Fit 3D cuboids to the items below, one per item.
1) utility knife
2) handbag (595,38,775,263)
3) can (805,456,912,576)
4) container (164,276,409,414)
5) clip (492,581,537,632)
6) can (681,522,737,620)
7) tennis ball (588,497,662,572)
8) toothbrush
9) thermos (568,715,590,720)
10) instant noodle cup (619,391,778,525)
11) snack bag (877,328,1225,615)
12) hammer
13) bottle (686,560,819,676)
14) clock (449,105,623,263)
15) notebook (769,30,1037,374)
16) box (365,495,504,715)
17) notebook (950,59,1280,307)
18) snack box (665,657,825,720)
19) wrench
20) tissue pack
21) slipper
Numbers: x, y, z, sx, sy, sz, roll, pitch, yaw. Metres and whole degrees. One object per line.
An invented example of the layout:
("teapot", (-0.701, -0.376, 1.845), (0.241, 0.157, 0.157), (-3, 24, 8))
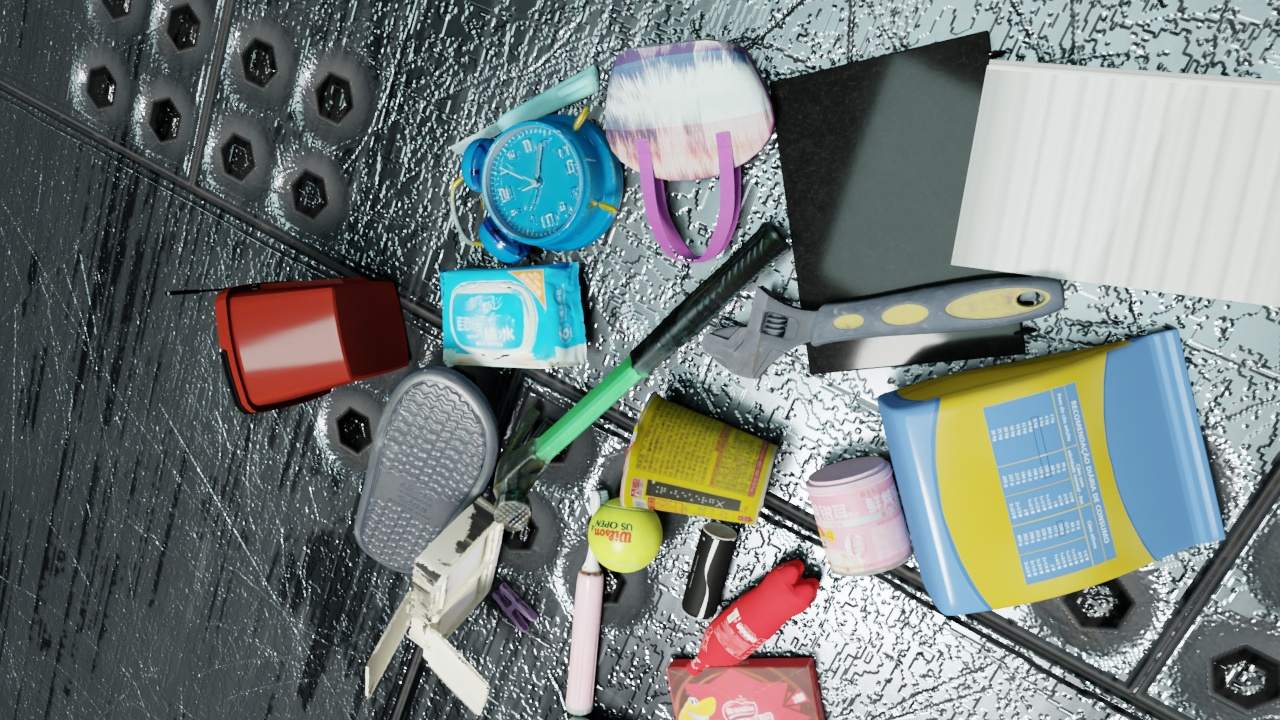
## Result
("utility knife", (-0.104, -0.215, 0.803), (0.159, 0.015, 0.022), (-20, 90, 23))
("handbag", (0.038, -0.163, 0.732), (0.145, 0.067, 0.170), (1, 106, 23))
("can", (0.170, 0.121, 0.717), (0.067, 0.067, 0.076), (-15, 94, 25))
("container", (-0.341, -0.019, 0.869), (0.201, 0.148, 0.127), (-8, 95, 15))
("clip", (-0.122, 0.240, 0.895), (0.052, 0.013, 0.036), (48, 112, 12))
("can", (0.059, 0.183, 0.795), (0.031, 0.031, 0.080), (19, 106, 19))
("tennis ball", (-0.013, 0.152, 0.803), (0.065, 0.065, 0.065), (4, 101, 23))
("toothbrush", (-0.048, 0.225, 0.852), (0.027, 0.026, 0.223), (21, 109, 48))
("thermos", (0.019, 0.392, 0.832), (0.207, 0.065, 0.078), (16, 112, 20))
("instant noodle cup", (0.051, 0.088, 0.755), (0.112, 0.100, 0.100), (14, 105, 10))
("snack bag", (0.290, 0.076, 0.649), (0.205, 0.102, 0.159), (-14, 93, 8))
("hammer", (-0.005, 0.004, 0.760), (0.319, 0.130, 0.032), (-42, 110, 14))
("bottle", (0.091, 0.224, 0.780), (0.042, 0.041, 0.142), (48, 110, 9))
("clock", (-0.093, -0.145, 0.787), (0.162, 0.060, 0.117), (-17, 93, 26))
("notebook", (0.196, -0.111, 0.692), (0.169, 0.019, 0.231), (-6, 97, 25))
("box", (-0.161, 0.232, 0.809), (0.101, 0.186, 0.145), (21, 137, 4))
("notebook", (0.332, -0.122, 0.621), (0.210, 0.009, 0.143), (10, 102, 15))
("snack box", (0.094, 0.308, 0.808), (0.133, 0.021, 0.089), (-10, 95, 25))
("wrench", (0.171, -0.031, 0.695), (0.274, 0.022, 0.073), (-6, 96, 27))
("tissue pack", (-0.119, -0.038, 0.816), (0.145, 0.061, 0.093), (0, 100, 24))
("slipper", (-0.196, 0.099, 0.872), (0.110, 0.083, 0.269), (28, 127, -2))
